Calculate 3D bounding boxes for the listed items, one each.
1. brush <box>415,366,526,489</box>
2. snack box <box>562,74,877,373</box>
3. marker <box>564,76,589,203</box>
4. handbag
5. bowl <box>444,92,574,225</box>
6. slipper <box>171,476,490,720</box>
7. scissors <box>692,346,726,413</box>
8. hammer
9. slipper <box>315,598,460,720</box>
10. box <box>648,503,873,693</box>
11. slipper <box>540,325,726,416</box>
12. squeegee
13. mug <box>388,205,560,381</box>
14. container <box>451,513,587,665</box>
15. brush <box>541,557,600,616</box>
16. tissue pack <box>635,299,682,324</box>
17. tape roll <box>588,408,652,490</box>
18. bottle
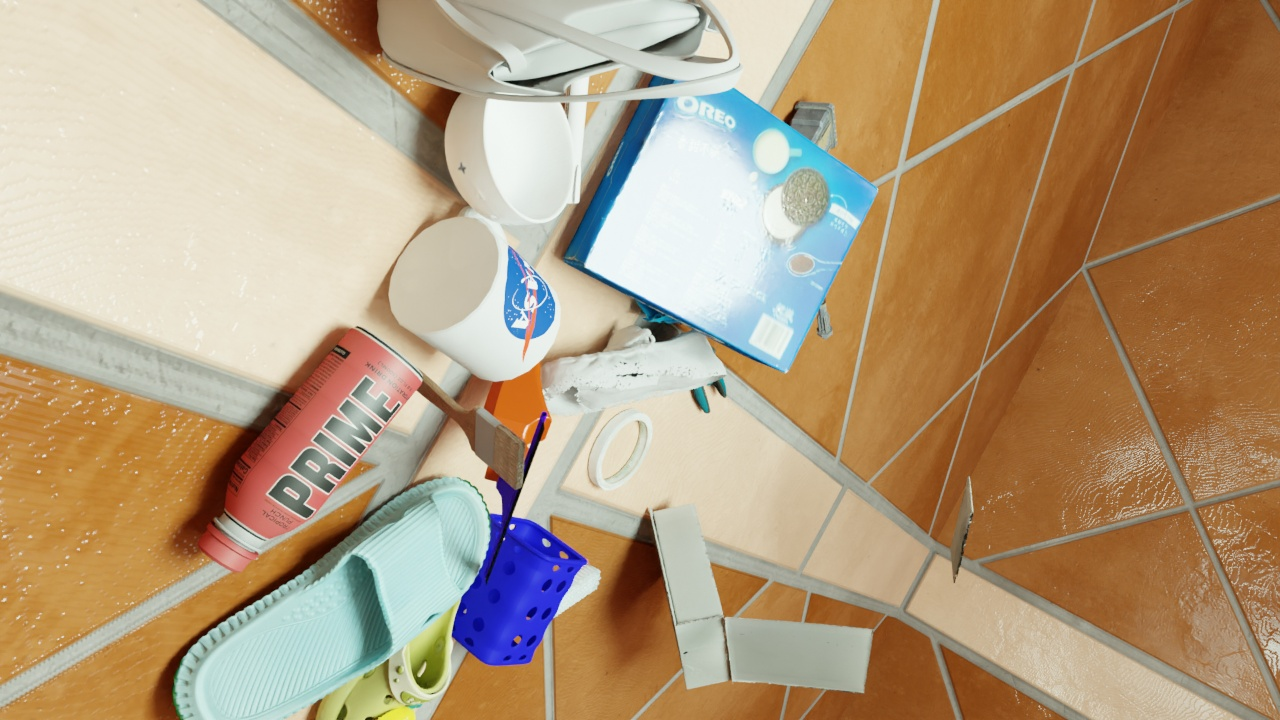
[{"bbox_3d":[-0.133,0.036,0.657,0.008,0.143,0.045,-30,145,-38],"label":"brush"},{"bbox_3d":[0.076,-0.123,0.824,0.238,0.056,0.195,26,91,-27],"label":"snack box"},{"bbox_3d":[-0.051,-0.189,0.725,0.017,0.020,0.134,-22,131,-42],"label":"marker"},{"bbox_3d":[-0.027,-0.207,0.551,0.215,0.223,0.096,-32,138,-40],"label":"handbag"},{"bbox_3d":[-0.095,-0.146,0.642,0.104,0.054,0.105,5,84,-58],"label":"bowl"},{"bbox_3d":[-0.216,0.191,0.706,0.275,0.070,0.116,-32,115,-36],"label":"slipper"},{"bbox_3d":[0.076,0.011,1.062,0.138,0.019,0.129,-7,126,-45],"label":"scissors"},{"bbox_3d":[0.204,-0.137,1.076,0.098,0.044,0.322,-59,148,-33],"label":"hammer"},{"bbox_3d":[-0.201,0.270,0.801,0.190,0.082,0.091,-62,151,-6],"label":"slipper"},{"bbox_3d":[0.181,0.359,1.019,0.148,0.507,0.167,-40,143,-25],"label":"box"},{"bbox_3d":[-0.005,0.005,0.892,0.246,0.074,0.112,-11,153,-50],"label":"slipper"},{"bbox_3d":[-0.100,0.044,0.742,0.250,0.055,0.184,115,-12,-49],"label":"squeegee"},{"bbox_3d":[-0.119,-0.057,0.675,0.090,0.091,0.121,44,41,-58],"label":"mug"},{"bbox_3d":[-0.123,0.218,0.869,0.113,0.085,0.084,-61,148,0],"label":"container"},{"bbox_3d":[-0.106,0.261,0.980,0.171,0.030,0.041,-22,130,-46],"label":"brush"},{"bbox_3d":[0.054,-0.101,0.905,0.092,0.062,0.144,-6,119,-54],"label":"tissue pack"},{"bbox_3d":[-0.021,0.097,0.994,0.092,0.013,0.093,-35,139,-38],"label":"tape roll"},{"bbox_3d":[-0.226,0.062,0.621,0.176,0.062,0.062,-53,148,-15],"label":"bottle"}]
